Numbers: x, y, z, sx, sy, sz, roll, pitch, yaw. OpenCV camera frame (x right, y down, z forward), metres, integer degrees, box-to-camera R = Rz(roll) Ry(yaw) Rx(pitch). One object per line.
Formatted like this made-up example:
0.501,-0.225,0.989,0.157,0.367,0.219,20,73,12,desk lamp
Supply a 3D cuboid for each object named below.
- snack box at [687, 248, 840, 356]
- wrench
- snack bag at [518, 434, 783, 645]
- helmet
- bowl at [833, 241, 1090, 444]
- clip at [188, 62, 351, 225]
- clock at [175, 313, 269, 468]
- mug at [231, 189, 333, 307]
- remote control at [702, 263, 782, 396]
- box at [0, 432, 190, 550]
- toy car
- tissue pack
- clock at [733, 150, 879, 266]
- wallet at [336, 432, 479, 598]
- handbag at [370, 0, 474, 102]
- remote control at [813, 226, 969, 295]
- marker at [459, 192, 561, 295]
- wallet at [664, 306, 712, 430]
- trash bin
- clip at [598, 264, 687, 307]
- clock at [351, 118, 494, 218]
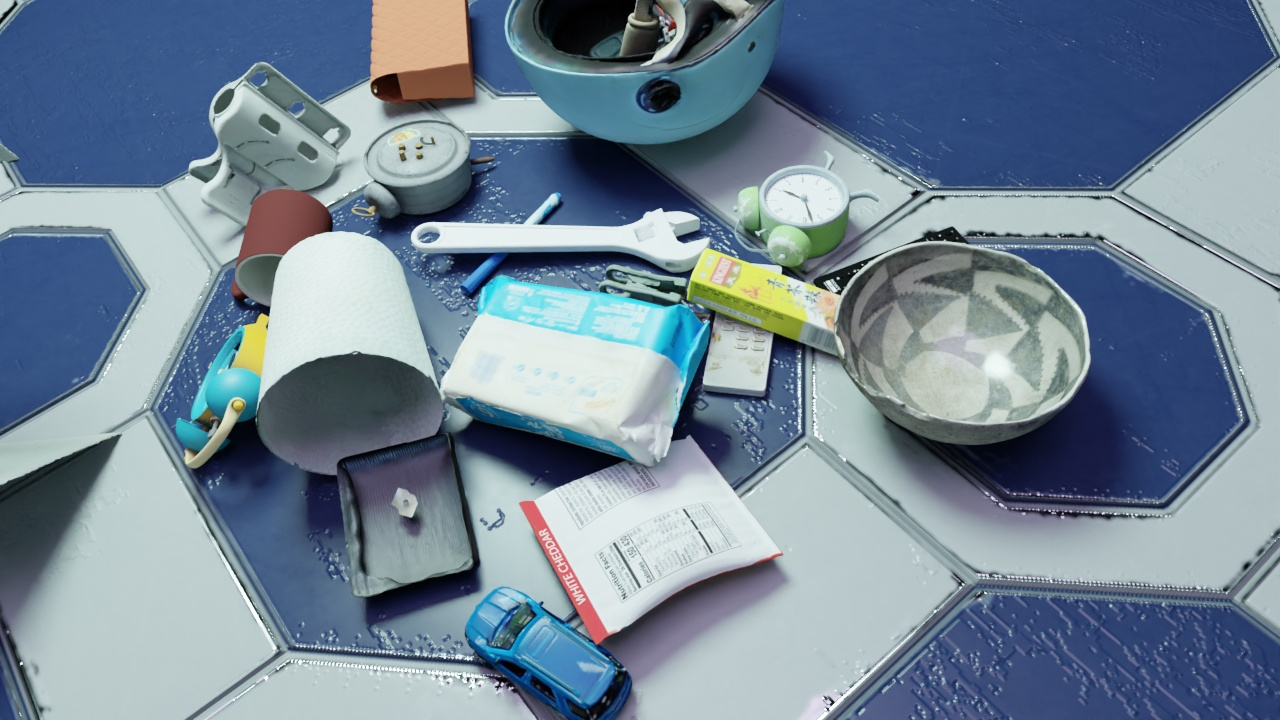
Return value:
0.114,-0.047,0.756,0.148,0.029,0.040,21,55,10,snack box
-0.074,-0.111,0.838,0.273,0.018,0.066,1,54,2,wrench
0.005,0.117,0.648,0.143,0.039,0.130,-20,45,-19,snack bag
0.008,-0.301,0.886,0.265,0.167,0.225,-15,51,-7,helmet
0.234,-0.002,0.690,0.178,0.081,0.178,-3,53,3,bowl
-0.370,-0.205,0.897,0.144,0.124,0.075,-45,53,4,clip
-0.332,0.025,0.738,0.099,0.043,0.129,-36,38,33,clock
-0.336,-0.095,0.841,0.106,0.073,0.082,-25,48,25,mug
0.087,-0.030,0.772,0.050,0.011,0.135,6,54,11,remote control
-0.520,0.063,0.696,0.167,0.380,0.171,-5,69,2,box
-0.062,0.191,0.603,0.120,0.044,0.056,26,60,24,toy car
-0.057,0.003,0.701,0.210,0.066,0.116,12,67,27,tissue pack
0.140,-0.130,0.822,0.119,0.043,0.094,-26,54,-13,clock
-0.172,0.114,0.679,0.089,0.026,0.114,-14,62,-6,wallet
-0.245,-0.357,1.025,0.109,0.060,0.171,-7,55,-5,handbag
0.220,-0.083,0.798,0.140,0.009,0.030,-21,54,-9,remote control
-0.119,-0.111,0.858,0.013,0.013,0.141,26,60,23,marker
-0.004,0.004,0.748,0.099,0.031,0.119,10,58,17,wallet
-0.234,-0.013,0.729,0.133,0.133,0.161,-16,48,-6,trash bin
0.002,-0.063,0.801,0.076,0.023,0.045,12,54,13,clip
-0.224,-0.183,0.896,0.104,0.056,0.147,28,59,25,clock
